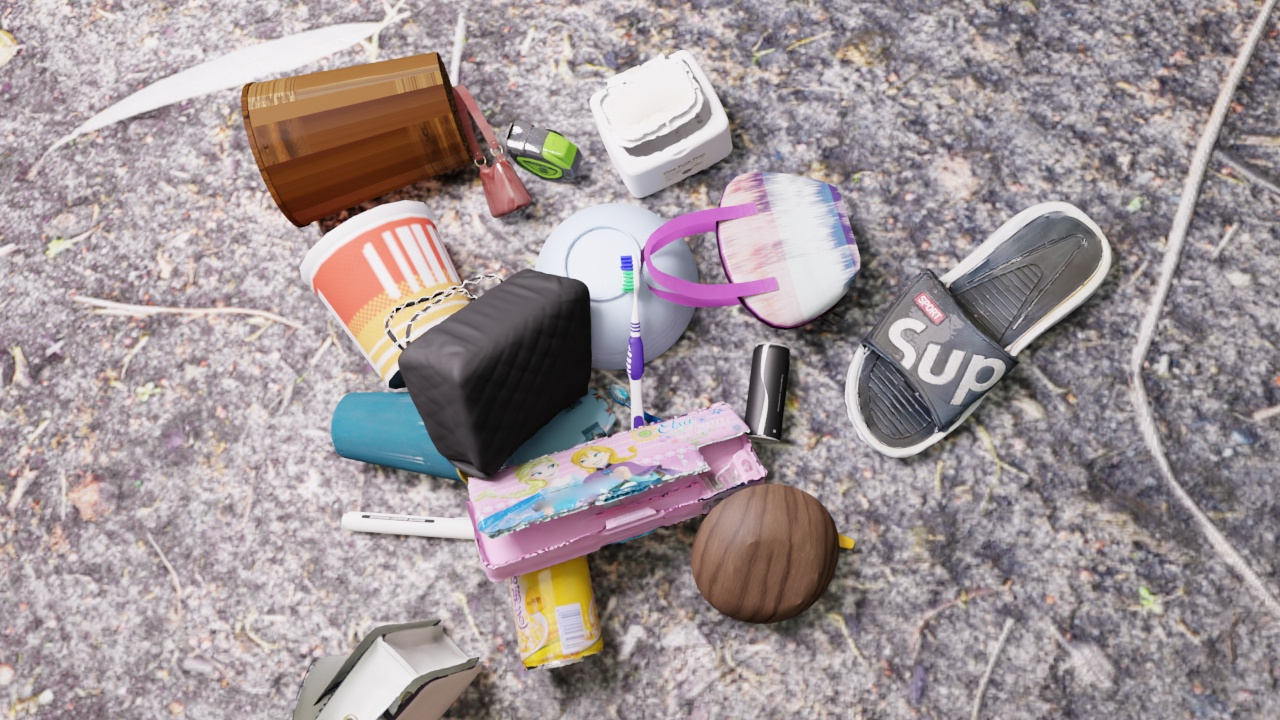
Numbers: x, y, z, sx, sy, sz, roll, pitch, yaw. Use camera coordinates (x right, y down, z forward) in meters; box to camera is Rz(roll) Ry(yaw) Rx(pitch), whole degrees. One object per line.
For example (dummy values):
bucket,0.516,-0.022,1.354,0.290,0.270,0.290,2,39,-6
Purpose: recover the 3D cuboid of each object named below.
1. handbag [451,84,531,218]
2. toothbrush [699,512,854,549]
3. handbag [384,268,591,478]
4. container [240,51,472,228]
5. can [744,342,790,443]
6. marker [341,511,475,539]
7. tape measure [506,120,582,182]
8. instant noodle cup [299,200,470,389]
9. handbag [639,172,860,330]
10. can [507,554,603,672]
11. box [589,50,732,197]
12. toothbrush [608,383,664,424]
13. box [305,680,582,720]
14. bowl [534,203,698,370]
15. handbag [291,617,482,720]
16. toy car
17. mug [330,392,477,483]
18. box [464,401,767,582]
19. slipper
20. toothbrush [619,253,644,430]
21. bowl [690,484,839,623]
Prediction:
handbag,-0.139,-0.189,0.822,0.029,0.055,0.119,-30,102,-29
toothbrush,0.077,0.122,0.752,0.197,0.031,0.031,16,76,9
handbag,-0.119,0.007,0.727,0.115,0.125,0.153,13,37,29
container,-0.249,-0.207,0.832,0.167,0.132,0.132,-16,75,-2
can,0.106,0.027,0.767,0.031,0.031,0.080,7,78,10
marker,-0.195,0.142,0.794,0.133,0.017,0.020,2,41,9
tape measure,-0.086,-0.190,0.833,0.065,0.059,0.035,17,78,0
instant noodle cup,-0.206,-0.051,0.793,0.123,0.123,0.121,-33,82,0
handbag,0.083,-0.086,0.750,0.169,0.068,0.144,-9,75,-15
can,-0.071,0.190,0.737,0.068,0.067,0.105,-13,76,5
box,0.015,-0.220,0.805,0.108,0.102,0.102,-25,76,-1
toothbrush,0.024,0.062,0.779,0.135,0.017,0.021,39,77,15
box,-0.094,0.399,0.624,0.213,0.127,0.425,-10,106,6
bowl,-0.027,-0.072,0.789,0.151,0.075,0.150,-2,77,8
handbag,-0.218,0.275,0.697,0.074,0.151,0.176,40,86,15
toy car,-0.074,0.070,0.787,0.107,0.027,0.060,-33,67,-16
mug,-0.196,0.060,0.786,0.121,0.078,0.078,4,77,15
box,-0.020,0.091,0.712,0.230,0.063,0.084,-16,53,-12
slipper,0.271,-0.033,0.743,0.263,0.063,0.111,-39,74,-4
toothbrush,-0.004,0.004,0.754,0.016,0.015,0.187,-5,107,-7
bowl,0.101,0.157,0.708,0.119,0.032,0.119,-2,105,-7
